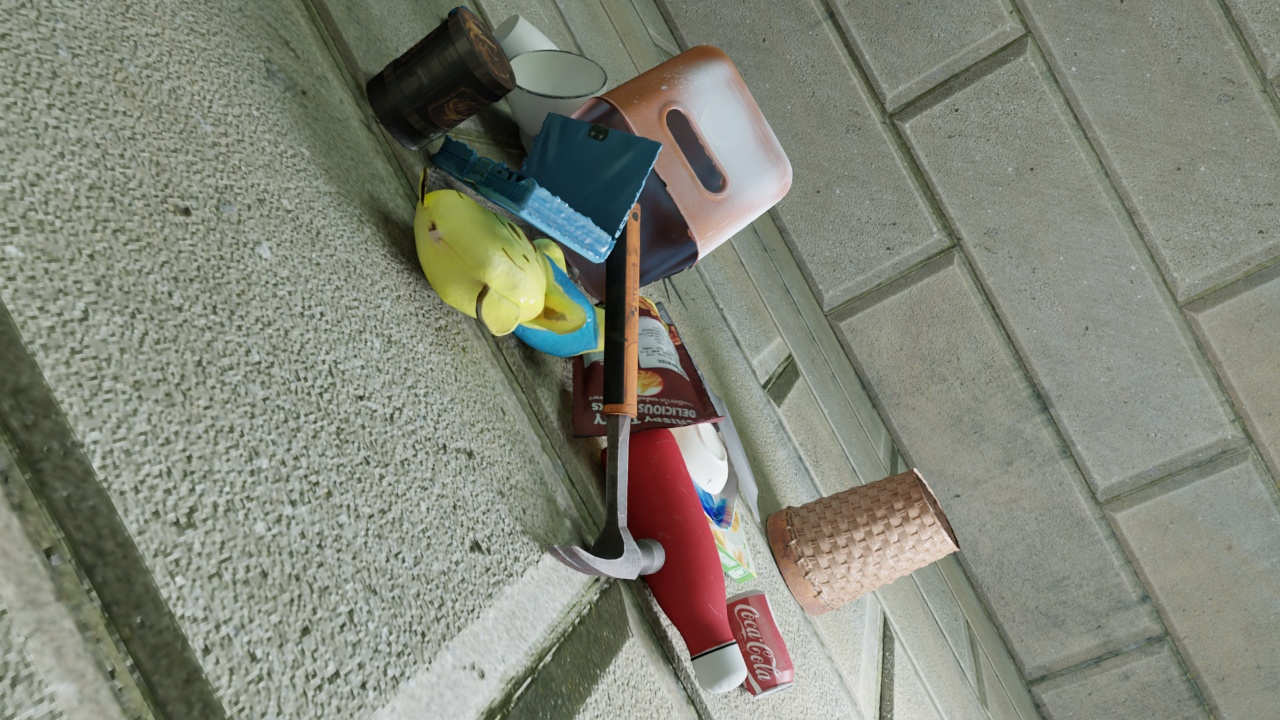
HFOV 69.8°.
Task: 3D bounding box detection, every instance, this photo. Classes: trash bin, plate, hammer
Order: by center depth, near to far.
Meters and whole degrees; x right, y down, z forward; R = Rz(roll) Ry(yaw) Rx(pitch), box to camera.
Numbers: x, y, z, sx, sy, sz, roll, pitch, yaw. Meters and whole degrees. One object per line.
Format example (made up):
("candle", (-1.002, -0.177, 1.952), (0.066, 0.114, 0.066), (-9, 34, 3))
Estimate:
("hammer", (-0.024, 0.021, 0.755), (0.137, 0.035, 0.314), (12, 77, -58))
("trash bin", (0.014, -0.190, 0.954), (0.181, 0.157, 0.260), (58, -24, -8))
("plate", (0.066, 0.089, 0.969), (0.104, 0.026, 0.104), (49, 20, -26))
("plate", (0.045, 0.086, 0.992), (0.187, 0.016, 0.186), (55, 19, -10))
("plate", (0.111, 0.101, 1.068), (0.178, 0.012, 0.178), (-21, 89, -84))
("trash bin", (0.297, 0.234, 1.231), (0.151, 0.210, 0.151), (51, 20, -27))

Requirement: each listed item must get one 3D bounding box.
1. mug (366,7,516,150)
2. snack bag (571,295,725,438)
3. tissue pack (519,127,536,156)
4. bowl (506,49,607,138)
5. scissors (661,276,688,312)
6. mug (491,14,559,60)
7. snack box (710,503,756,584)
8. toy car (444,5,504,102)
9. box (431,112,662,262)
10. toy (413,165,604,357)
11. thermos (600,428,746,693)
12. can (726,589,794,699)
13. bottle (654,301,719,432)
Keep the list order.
("mug", (-0.172, -0.249, 0.835), (0.080, 0.107, 0.115), (63, 18, 4))
("snack bag", (-0.005, 0.005, 0.896), (0.207, 0.139, 0.067), (-108, -157, -60))
("tissue pack", (-0.078, -0.239, 1.152), (0.209, 0.066, 0.117), (32, 33, -54))
("bowl", (-0.098, -0.298, 1.043), (0.116, 0.116, 0.066), (-99, -166, -45))
("scissors", (0.014, -0.169, 1.272), (0.225, 0.016, 0.229), (61, -9, 19))
("mug", (-0.152, -0.378, 1.155), (0.087, 0.081, 0.114), (41, -5, -34))
("snack box", (0.067, 0.156, 1.017), (0.168, 0.027, 0.131), (45, 23, -39))
("toy car", (-0.185, -0.358, 1.066), (0.120, 0.044, 0.056), (66, 19, 15))
("box", (-0.086, -0.175, 0.788), (0.094, 0.112, 0.231), (29, 4, -34))
("toy", (-0.110, -0.067, 0.774), (0.149, 0.084, 0.213), (45, 10, 26))
("thermos", (0.035, 0.177, 0.825), (0.073, 0.073, 0.239), (23, 43, -63))
("can", (0.117, 0.284, 0.922), (0.054, 0.054, 0.096), (31, 35, -57))
("bottle", (0.041, 0.018, 1.120), (0.174, 0.046, 0.083), (60, 18, -4))
